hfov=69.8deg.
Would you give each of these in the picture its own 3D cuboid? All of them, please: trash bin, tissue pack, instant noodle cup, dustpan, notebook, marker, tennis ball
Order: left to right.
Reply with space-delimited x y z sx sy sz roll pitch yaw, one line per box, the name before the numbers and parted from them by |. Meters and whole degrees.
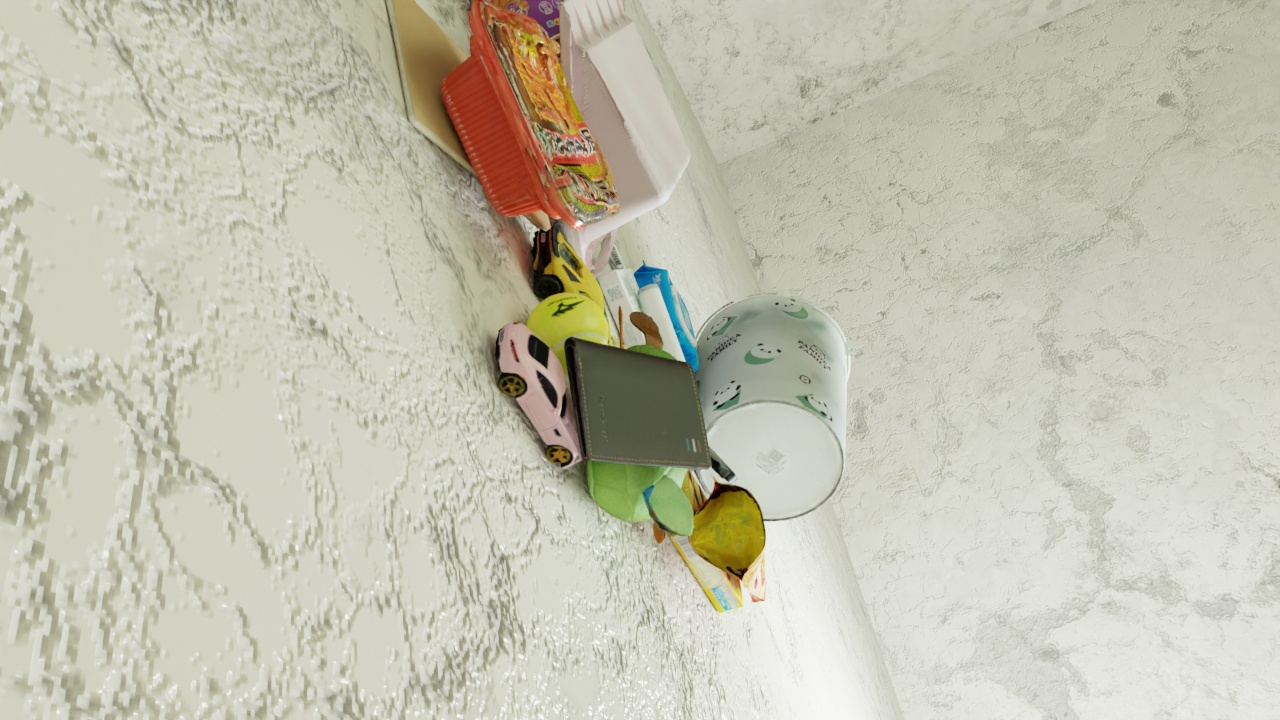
notebook | -0.141 -0.208 0.777 0.207 0.008 0.147 35 36 -61
instant noodle cup | -0.116 -0.351 0.940 0.099 0.112 0.111 61 13 -4
instant noodle cup | -0.092 -0.189 0.749 0.189 0.079 0.164 67 16 -7
tennis ball | -0.058 -0.021 0.724 0.065 0.065 0.065 -21 90 -77
dustpan | -0.050 -0.233 0.951 0.273 0.139 0.222 63 23 -17
marker | -0.036 -0.136 1.116 0.017 0.017 0.145 -61 129 -74
tissue pack | 0.034 -0.054 1.183 0.095 0.052 0.157 59 14 -45
trash bin | 0.171 0.066 1.224 0.251 0.230 0.230 -75 143 -59

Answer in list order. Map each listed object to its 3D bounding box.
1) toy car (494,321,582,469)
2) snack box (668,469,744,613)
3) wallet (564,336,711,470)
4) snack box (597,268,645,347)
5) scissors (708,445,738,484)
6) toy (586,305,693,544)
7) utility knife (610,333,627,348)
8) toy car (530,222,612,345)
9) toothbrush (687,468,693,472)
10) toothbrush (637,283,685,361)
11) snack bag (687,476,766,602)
toy car | -0.069 0.025 0.671 0.056 0.037 0.122 -90 157 -54
snack box | 0.068 0.194 0.981 0.086 0.034 0.140 -93 160 -53
wallet | -0.001 0.036 0.699 0.122 0.020 0.096 11 58 -39
snack box | -0.001 -0.030 1.065 0.084 0.027 0.157 -33 102 -77
scissors | 0.046 0.070 0.975 0.159 0.014 0.174 47 2 -28
toy | 0.004 0.057 0.804 0.246 0.090 0.227 -69 147 -66
utility knife | -0.006 0.006 0.973 0.165 0.018 0.031 37 21 -37
toy car | -0.057 -0.055 0.840 0.071 0.041 0.156 -94 161 -51
toothbrush | 0.082 0.177 1.094 0.016 0.018 0.191 -91 157 -53
toothbrush | 0.044 0.017 1.047 0.221 0.026 0.026 70 -21 10
snack bag | 0.098 0.181 0.937 0.208 0.073 0.128 54 18 -71
